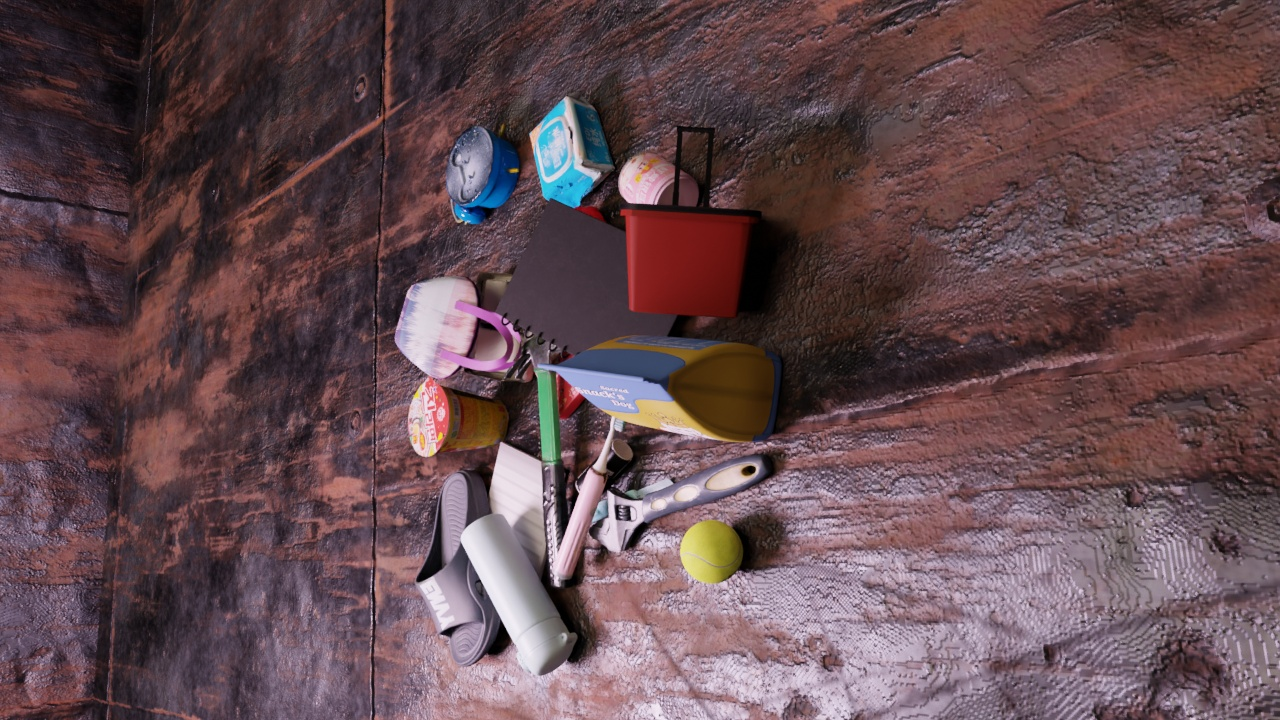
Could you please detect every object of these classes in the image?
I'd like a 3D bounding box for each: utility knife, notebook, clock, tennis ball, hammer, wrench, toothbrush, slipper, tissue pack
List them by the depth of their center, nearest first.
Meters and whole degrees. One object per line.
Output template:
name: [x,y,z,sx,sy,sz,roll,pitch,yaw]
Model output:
tennis ball: [0.074,0.199,0.957,0.065,0.065,0.065,-9,77,44]
wrench: [0.035,0.157,1.028,0.274,0.022,0.073,-27,81,37]
toothbrush: [-0.059,0.159,1.085,0.026,0.027,0.223,25,106,17]
utility knife: [-0.020,0.168,1.093,0.159,0.015,0.022,-28,87,39]
notebook: [-0.056,-0.079,1.101,0.231,0.019,0.169,28,94,27]
hammer: [-0.112,0.125,1.159,0.130,0.032,0.318,-9,84,40]
tissue pack: [-0.092,-0.271,1.200,0.093,0.061,0.144,-34,61,36]
notebook: [-0.169,0.231,1.237,0.143,0.009,0.210,18,96,46]
slipper: [-0.254,0.278,1.253,0.111,0.083,0.267,-24,65,40]
clock: [-0.242,-0.270,1.354,0.162,0.060,0.116,-36,61,37]

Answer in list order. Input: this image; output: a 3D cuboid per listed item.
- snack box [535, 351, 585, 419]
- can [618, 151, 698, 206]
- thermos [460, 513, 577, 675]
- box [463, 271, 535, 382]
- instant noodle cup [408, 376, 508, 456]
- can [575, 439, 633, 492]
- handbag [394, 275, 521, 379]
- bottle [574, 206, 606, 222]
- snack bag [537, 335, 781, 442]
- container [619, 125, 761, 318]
snack box: [-0.082,0.000,1.176,0.133,0.021,0.089,-48,54,29]
can: [0.022,-0.200,1.071,0.076,0.067,0.067,44,114,41]
thermos: [-0.155,0.294,1.159,0.078,0.065,0.206,-40,63,10]
box: [-0.210,-0.050,1.283,0.187,0.101,0.145,11,90,25]
instant noodle cup: [-0.246,0.085,1.264,0.101,0.112,0.100,-10,76,44]
can: [-0.044,0.132,1.110,0.081,0.031,0.031,-48,53,29]
handbag: [-0.231,-0.034,1.202,0.170,0.068,0.144,19,94,27]
bottle: [-0.043,-0.145,1.146,0.042,0.041,0.141,-56,50,23]
snack bag: [0.021,0.023,0.938,0.159,0.205,0.102,7,88,45]
container: [0.052,-0.151,0.968,0.148,0.127,0.201,4,98,3]
